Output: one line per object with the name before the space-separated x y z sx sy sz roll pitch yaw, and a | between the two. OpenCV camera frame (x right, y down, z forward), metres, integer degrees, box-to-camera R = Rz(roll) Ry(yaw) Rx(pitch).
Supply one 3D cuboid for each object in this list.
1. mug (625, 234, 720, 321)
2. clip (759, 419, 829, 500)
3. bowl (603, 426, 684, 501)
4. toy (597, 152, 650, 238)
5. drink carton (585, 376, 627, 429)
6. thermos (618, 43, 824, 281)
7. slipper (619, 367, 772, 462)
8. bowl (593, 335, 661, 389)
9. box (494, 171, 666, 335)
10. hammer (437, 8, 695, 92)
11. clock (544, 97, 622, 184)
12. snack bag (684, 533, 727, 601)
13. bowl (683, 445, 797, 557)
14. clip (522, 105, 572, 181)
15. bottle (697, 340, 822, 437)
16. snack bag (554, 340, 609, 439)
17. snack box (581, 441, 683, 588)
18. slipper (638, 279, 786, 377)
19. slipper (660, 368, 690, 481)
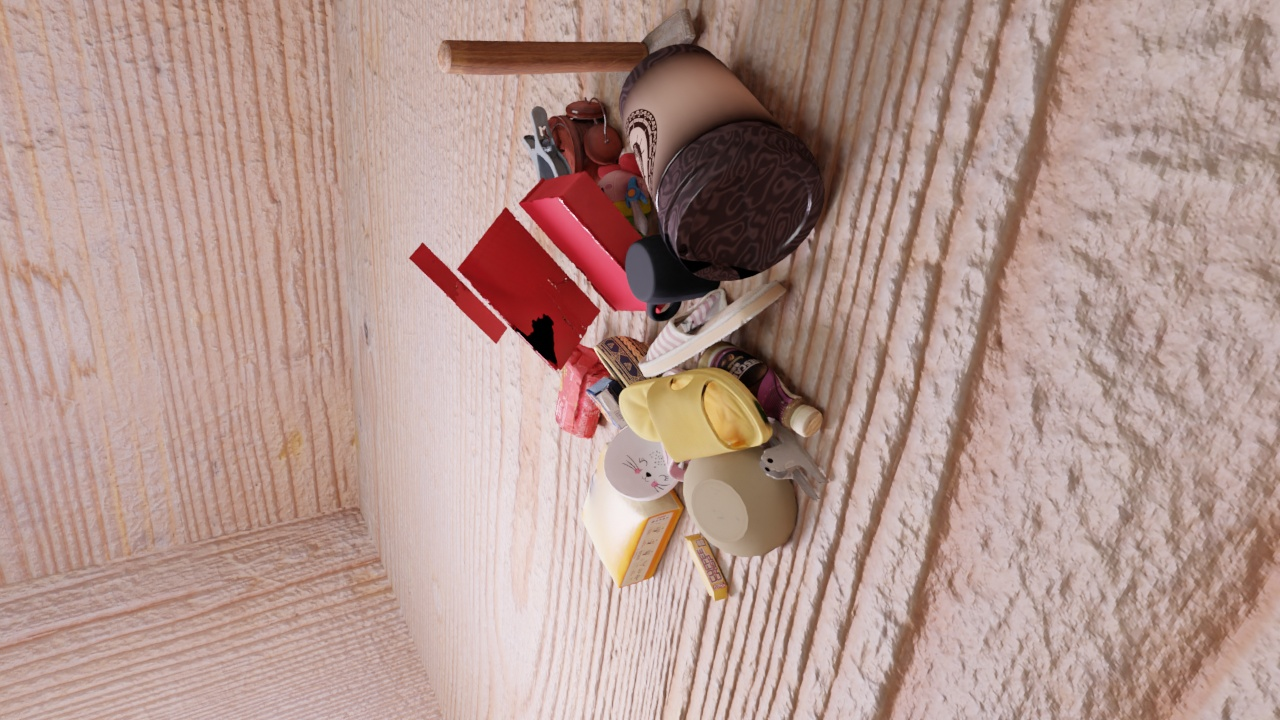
mug | 0.036 -0.101 1.150 0.085 0.094 0.122 52 142 42
clip | 0.164 0.117 1.040 0.102 0.056 0.056 56 176 38
bowl | 0.010 0.148 1.292 0.114 0.114 0.050 61 180 32
toy | -0.011 -0.206 1.241 0.124 0.096 0.131 -7 75 57
drink carton | -0.041 0.061 1.348 0.064 0.040 0.130 53 173 -8
thermos | 0.072 -0.220 0.976 0.173 0.172 0.226 110 146 -44
slipper | 0.043 0.067 1.088 0.264 0.078 0.099 -6 112 58
bowl | -0.008 0.008 1.293 0.112 0.061 0.112 52 174 7
box | -0.004 -0.228 1.278 0.217 0.350 0.198 48 159 -23
hammer | -0.089 -0.357 1.072 0.158 0.300 0.037 -23 79 62
clock | -0.083 -0.307 1.326 0.120 0.072 0.158 64 149 28
snack bag | 0.090 0.281 1.255 0.099 0.026 0.020 65 150 28
bowl | 0.109 0.171 1.100 0.152 0.050 0.152 16 116 36
clip | -0.125 -0.287 1.304 0.163 0.028 0.113 67 151 20
bottle | 0.137 0.035 1.048 0.166 0.059 0.060 35 130 42
snack bag | -0.094 0.054 1.471 0.082 0.082 0.177 54 144 39
snack box | -0.025 0.232 1.395 0.145 0.080 0.196 58 146 34
slipper | 0.074 -0.046 1.097 0.052 0.114 0.264 55 148 -4
slipper | 0.069 0.121 1.200 0.239 0.064 0.094 62 148 27
